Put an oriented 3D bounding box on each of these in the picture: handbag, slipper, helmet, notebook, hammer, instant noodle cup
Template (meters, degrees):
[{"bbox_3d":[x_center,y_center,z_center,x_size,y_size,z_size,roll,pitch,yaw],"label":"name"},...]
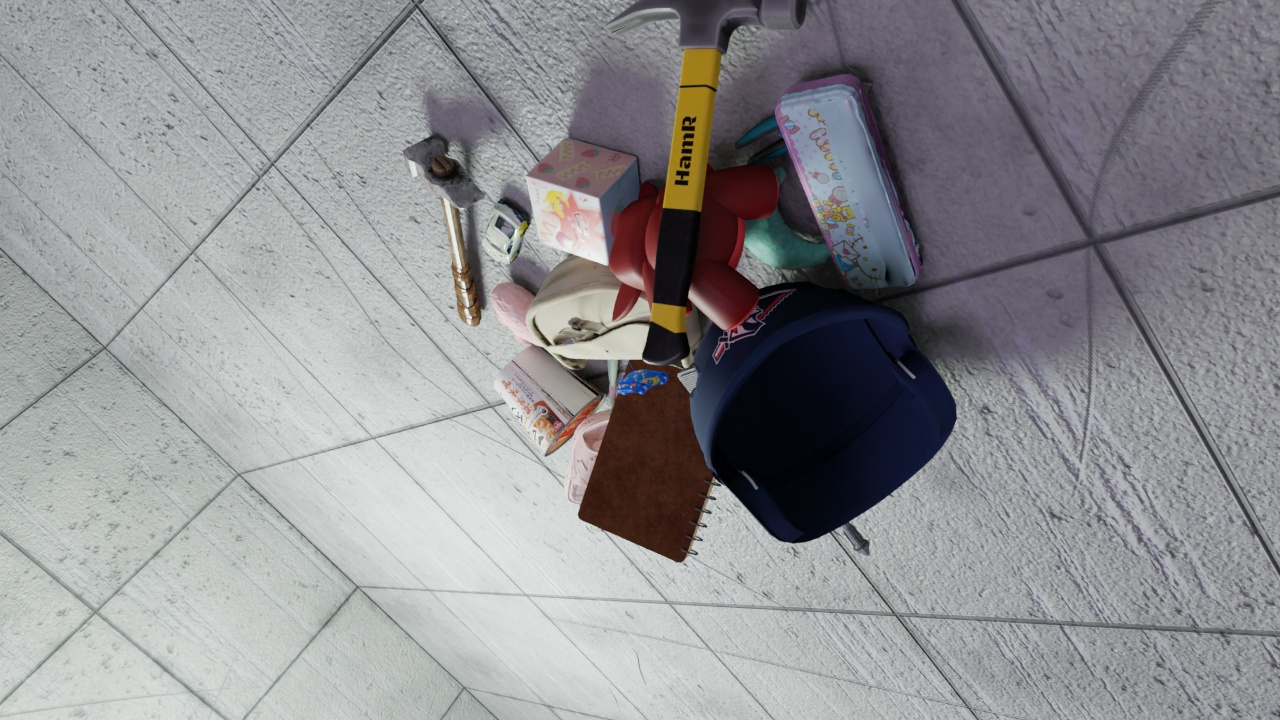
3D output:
[{"bbox_3d":[-0.042,-0.037,1.080,0.230,0.131,0.184,3,142,37],"label":"handbag"},{"bbox_3d":[-0.056,0.155,1.324,0.094,0.064,0.240,2,142,-19],"label":"slipper"},{"bbox_3d":[0.151,0.025,0.884,0.223,0.232,0.272,56,-177,26],"label":"helmet"},{"bbox_3d":[0.028,0.121,1.152,0.167,0.225,0.024,19,-179,25],"label":"notebook"},{"bbox_3d":[0.173,0.107,1.057,0.322,0.098,0.044,52,144,-13],"label":"hammer"},{"bbox_3d":[0.035,-0.157,0.770,0.170,0.034,0.324,9,95,27],"label":"hammer"},{"bbox_3d":[-0.133,0.049,1.288,0.122,0.123,0.124,44,147,8],"label":"instant noodle cup"},{"bbox_3d":[-0.238,-0.145,1.197,0.121,0.048,0.319,46,156,23],"label":"hammer"}]

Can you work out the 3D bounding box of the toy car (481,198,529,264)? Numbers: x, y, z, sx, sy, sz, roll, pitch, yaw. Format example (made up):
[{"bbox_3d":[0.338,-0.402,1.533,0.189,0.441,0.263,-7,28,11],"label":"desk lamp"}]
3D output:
[{"bbox_3d":[-0.172,-0.156,1.148,0.048,0.033,0.106,36,147,1],"label":"toy car"}]

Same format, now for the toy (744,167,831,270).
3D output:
[{"bbox_3d":[0.135,-0.130,0.892,0.105,0.033,0.085,52,141,-9],"label":"toy"}]

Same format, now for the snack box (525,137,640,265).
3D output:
[{"bbox_3d":[-0.058,-0.170,0.981,0.095,0.079,0.093,21,143,23],"label":"snack box"}]

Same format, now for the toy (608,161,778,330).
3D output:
[{"bbox_3d":[0.039,-0.110,0.884,0.120,0.158,0.197,12,175,-27],"label":"toy"}]

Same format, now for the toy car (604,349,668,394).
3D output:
[{"bbox_3d":[-0.006,0.007,1.082,0.033,0.091,0.062,-4,102,37],"label":"toy car"}]

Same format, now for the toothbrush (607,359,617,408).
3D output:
[{"bbox_3d":[-0.036,0.021,1.245,0.022,0.015,0.155,52,156,34],"label":"toothbrush"}]

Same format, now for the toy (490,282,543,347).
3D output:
[{"bbox_3d":[-0.161,-0.057,1.241,0.108,0.053,0.105,44,157,-9],"label":"toy"}]

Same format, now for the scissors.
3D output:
[{"bbox_3d":[0.145,-0.205,0.809,0.136,0.019,0.138,18,140,23],"label":"scissors"}]

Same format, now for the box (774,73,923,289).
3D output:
[{"bbox_3d":[0.186,-0.147,0.805,0.076,0.033,0.214,0,136,37],"label":"box"}]
